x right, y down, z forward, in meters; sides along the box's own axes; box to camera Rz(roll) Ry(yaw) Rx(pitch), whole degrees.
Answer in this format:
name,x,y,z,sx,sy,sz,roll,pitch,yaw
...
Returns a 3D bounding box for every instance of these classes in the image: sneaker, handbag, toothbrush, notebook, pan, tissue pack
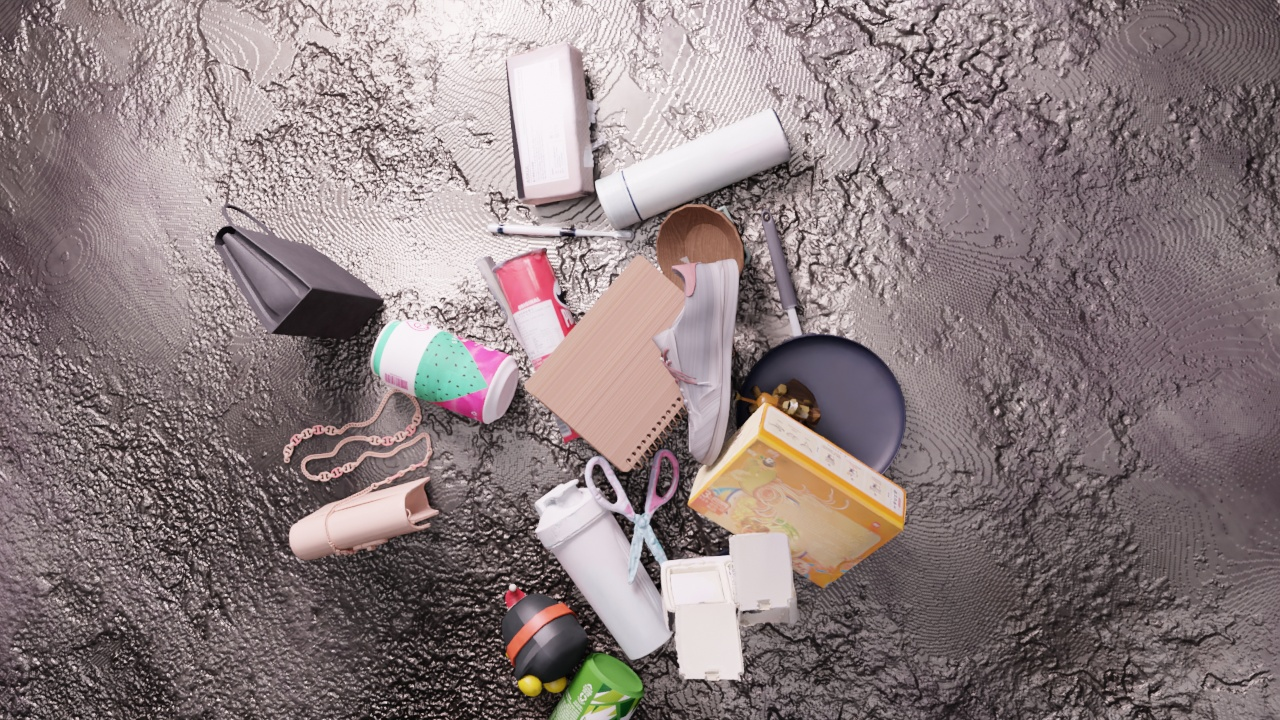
name,x,y,z,sx,sy,sz,roll,pitch,yaw
sneaker,0.057,-0.001,1.042,0.089,0.099,0.236,5,88,0
handbag,-0.367,0.147,1.137,0.199,0.116,0.187,-16,89,8
toothbrush,-0.101,-0.161,1.143,0.187,0.017,0.012,4,89,8
toothbrush,-0.157,-0.046,1.152,0.024,0.022,0.185,-25,88,-25
notebook,-0.006,0.006,1.089,0.169,0.022,0.210,41,79,-5
pan,0.195,-0.009,1.102,0.199,0.021,0.356,-15,90,8
handbag,-0.438,-0.122,1.115,0.072,0.175,0.196,-46,82,7
tissue pack,-0.102,-0.286,1.124,0.104,0.071,0.181,-6,88,23

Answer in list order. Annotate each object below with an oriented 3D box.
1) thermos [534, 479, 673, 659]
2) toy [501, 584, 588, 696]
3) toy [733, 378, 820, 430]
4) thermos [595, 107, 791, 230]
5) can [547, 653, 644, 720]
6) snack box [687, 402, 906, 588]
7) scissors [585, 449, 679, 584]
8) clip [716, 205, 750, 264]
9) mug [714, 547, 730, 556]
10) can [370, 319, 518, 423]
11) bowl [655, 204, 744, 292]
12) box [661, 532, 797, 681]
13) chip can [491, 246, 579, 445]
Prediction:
name,x,y,z,sx,sy,sz,roll,pitch,yaw
thermos,-0.046,0.250,1.110,0.099,0.099,0.220,-32,91,7
toy,-0.124,0.335,1.123,0.100,0.097,0.119,-49,62,6
toy,0.158,0.054,1.065,0.100,0.063,0.076,17,75,-11
thermos,0.061,-0.226,1.095,0.230,0.068,0.068,-22,88,8
can,-0.065,0.439,1.118,0.083,0.083,0.144,32,95,6
snack box,0.177,0.152,1.041,0.195,0.080,0.145,32,130,-7
scissors,-0.012,0.178,1.091,0.158,0.014,0.172,23,68,-23
clip,0.110,-0.150,1.109,0.023,0.047,0.076,-27,90,9
mug,0.119,0.266,1.102,0.105,0.071,0.077,-19,89,34
can,-0.239,0.012,1.130,0.166,0.088,0.088,20,94,7
bowl,0.076,-0.132,1.098,0.118,0.030,0.118,13,116,28
box,0.096,0.238,0.948,0.143,0.194,0.101,-5,112,-2
chip can,-0.104,-0.017,1.120,0.073,0.073,0.233,-23,89,8
